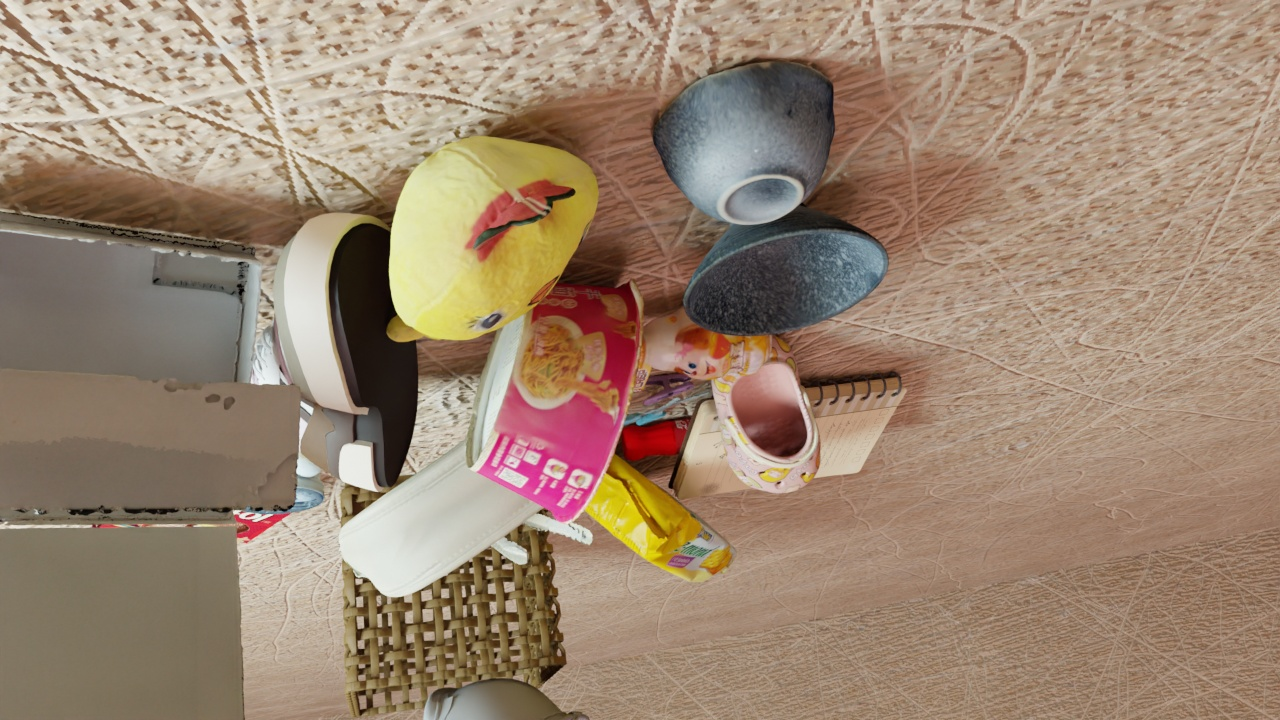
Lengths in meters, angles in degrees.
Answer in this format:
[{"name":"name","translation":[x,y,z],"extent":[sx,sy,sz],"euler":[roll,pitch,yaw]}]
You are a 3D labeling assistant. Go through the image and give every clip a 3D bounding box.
[{"name":"clip","translation":[0.024,0.025,0.847],"extent":[0.051,0.032,0.013],"euler":[-10,157,-4]}]

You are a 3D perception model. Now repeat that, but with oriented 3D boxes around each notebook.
[{"name":"notebook","translation":[0.151,0.080,0.952],"extent":[0.225,0.024,0.168],"euler":[-6,141,-17]}]

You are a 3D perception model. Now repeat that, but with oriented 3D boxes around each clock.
[{"name":"clock","translation":[-0.332,0.103,0.843],"extent":[0.083,0.057,0.118],"euler":[2,153,-23]}]

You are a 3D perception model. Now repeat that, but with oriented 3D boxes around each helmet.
[{"name":"helmet","translation":[-0.163,0.381,0.934],"extent":[0.183,0.117,0.271],"euler":[-43,158,-1]}]

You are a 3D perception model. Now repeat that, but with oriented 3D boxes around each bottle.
[{"name":"bottle","translation":[0.041,0.080,0.956],"extent":[0.119,0.036,0.036],"euler":[-6,156,-8]},{"name":"bottle","translation":[0.045,-0.016,0.717],"extent":[0.108,0.063,0.063],"euler":[-6,155,-11]}]

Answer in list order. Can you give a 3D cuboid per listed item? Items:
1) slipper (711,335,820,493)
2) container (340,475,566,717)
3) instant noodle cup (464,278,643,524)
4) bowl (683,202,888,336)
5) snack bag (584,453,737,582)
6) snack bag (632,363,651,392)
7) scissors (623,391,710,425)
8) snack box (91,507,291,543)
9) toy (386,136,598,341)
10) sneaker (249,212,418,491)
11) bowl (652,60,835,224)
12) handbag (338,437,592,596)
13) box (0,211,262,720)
[{"name":"slipper","translation":[0.120,0.066,0.836],"extent":[0.093,0.081,0.197],"euler":[-24,131,1]},{"name":"container","translation":[-0.225,0.271,1.059],"extent":[0.219,0.213,0.252],"euler":[-2,155,-17]},{"name":"instant noodle cup","translation":[-0.068,0.019,0.645],"extent":[0.077,0.178,0.179],"euler":[17,148,-16]},{"name":"bowl","translation":[0.092,-0.073,0.619],"extent":[0.137,0.057,0.137],"euler":[-8,156,-4]},{"name":"snack bag","translation":[0.006,0.167,0.992],"extent":[0.068,0.159,0.247],"euler":[-51,152,-4]},{"name":"snack bag","translation":[-0.005,0.005,0.796],"extent":[0.026,0.020,0.099],"euler":[-3,155,-12]},{"name":"scissors","translation":[0.007,0.054,0.884],"extent":[0.135,0.015,0.129],"euler":[-15,172,13]},{"name":"snack box","translation":[-0.440,0.142,0.914],"extent":[0.152,0.035,0.133],"euler":[14,146,-42]},{"name":"toy","translation":[-0.092,-0.062,0.536],"extent":[0.133,0.092,0.208],"euler":[-40,174,-23]},{"name":"sneaker","translation":[-0.222,-0.007,0.618],"extent":[0.116,0.111,0.294],"euler":[14,153,-3]},{"name":"bowl","translation":[0.064,-0.113,0.523],"extent":[0.110,0.055,0.110],"euler":[-7,156,-3]},{"name":"handbag","translation":[-0.136,0.127,0.795],"extent":[0.228,0.132,0.184],"euler":[-35,-175,-25]},{"name":"box","translation":[-0.285,0.077,0.462],"extent":[0.167,0.329,0.165],"euler":[5,139,-30]}]
